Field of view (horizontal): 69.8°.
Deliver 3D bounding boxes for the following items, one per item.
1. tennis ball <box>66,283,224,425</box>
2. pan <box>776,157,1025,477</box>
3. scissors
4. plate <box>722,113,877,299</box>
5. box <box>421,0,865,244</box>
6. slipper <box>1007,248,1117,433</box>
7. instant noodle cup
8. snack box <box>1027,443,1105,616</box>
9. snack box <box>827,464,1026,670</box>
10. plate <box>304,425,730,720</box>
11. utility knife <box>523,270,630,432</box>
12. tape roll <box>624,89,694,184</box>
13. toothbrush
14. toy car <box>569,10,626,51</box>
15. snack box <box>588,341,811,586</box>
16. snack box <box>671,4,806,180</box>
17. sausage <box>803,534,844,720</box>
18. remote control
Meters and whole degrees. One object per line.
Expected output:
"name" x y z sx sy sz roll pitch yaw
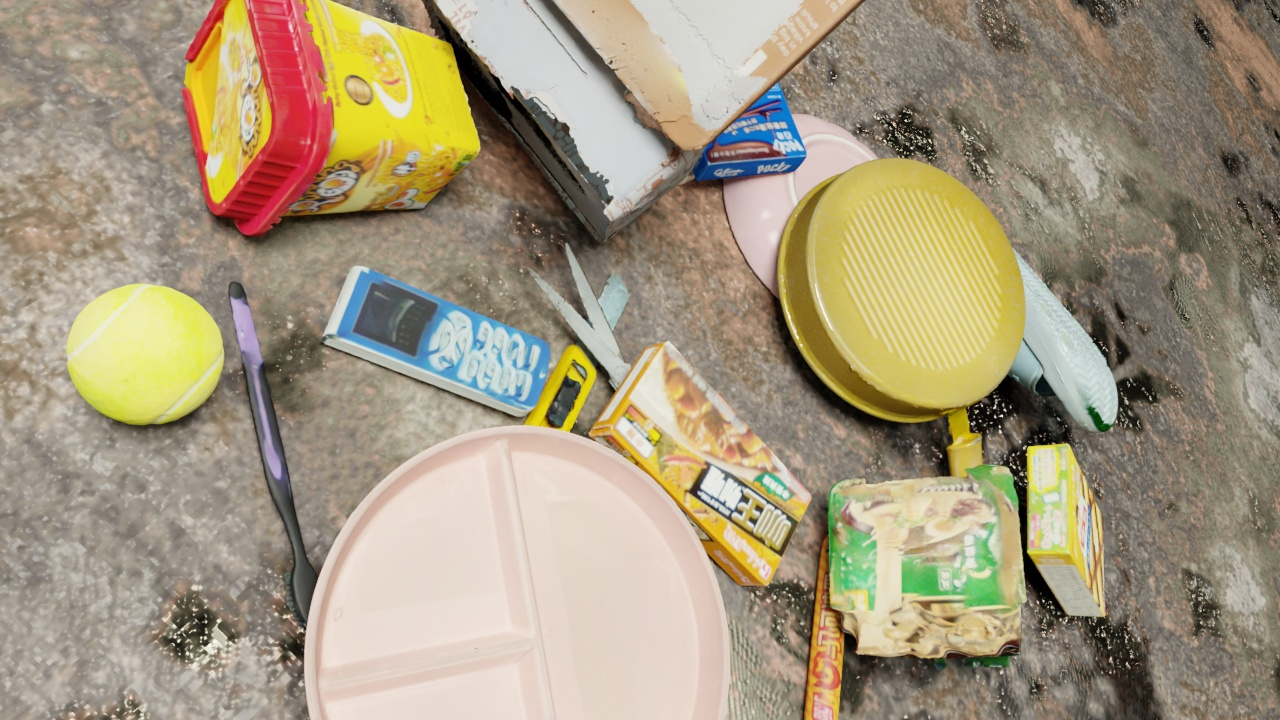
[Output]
"tennis ball" -0.229 -0.003 0.427 0.065 0.066 0.065 13 64 -28
"pan" 0.222 0.022 0.685 0.197 0.078 0.357 -24 86 -25
"scissors" -0.010 0.015 0.574 0.164 0.014 0.164 20 68 -34
"plate" 0.154 -0.119 0.734 0.192 0.039 0.192 13 64 -28
"box" -0.019 -0.186 0.513 0.179 0.270 0.135 50 56 -3
"slipper" 0.304 -0.039 0.771 0.103 0.074 0.245 6 49 -52
"instant noodle cup" -0.165 -0.135 0.502 0.123 0.116 0.116 -5 72 -45
"snack box" 0.330 0.134 0.708 0.140 0.034 0.086 43 50 -41
"snack box" 0.196 0.143 0.603 0.105 0.118 0.117 41 48 -51
"plate" -0.056 0.147 0.477 0.229 0.028 0.229 11 64 -24
"utility knife" -0.051 0.025 0.559 0.033 0.015 0.222 37 55 -17
"tape roll" 0.015 -0.172 0.685 0.085 0.014 0.085 12 64 -27
"toothbrush" -0.189 0.045 0.468 0.014 0.017 0.189 -4 69 -45
"toy car" -0.037 -0.235 0.669 0.106 0.031 0.049 -39 94 -39
"snack box" 0.041 0.066 0.575 0.154 0.026 0.075 47 56 -20
"snack box" 0.060 -0.209 0.691 0.084 0.026 0.157 -10 70 -22
"sausage" 0.122 0.184 0.597 0.021 0.022 0.164 25 59 -22
"remote control" -0.114 -0.009 0.528 0.125 0.024 0.048 24 59 -19
